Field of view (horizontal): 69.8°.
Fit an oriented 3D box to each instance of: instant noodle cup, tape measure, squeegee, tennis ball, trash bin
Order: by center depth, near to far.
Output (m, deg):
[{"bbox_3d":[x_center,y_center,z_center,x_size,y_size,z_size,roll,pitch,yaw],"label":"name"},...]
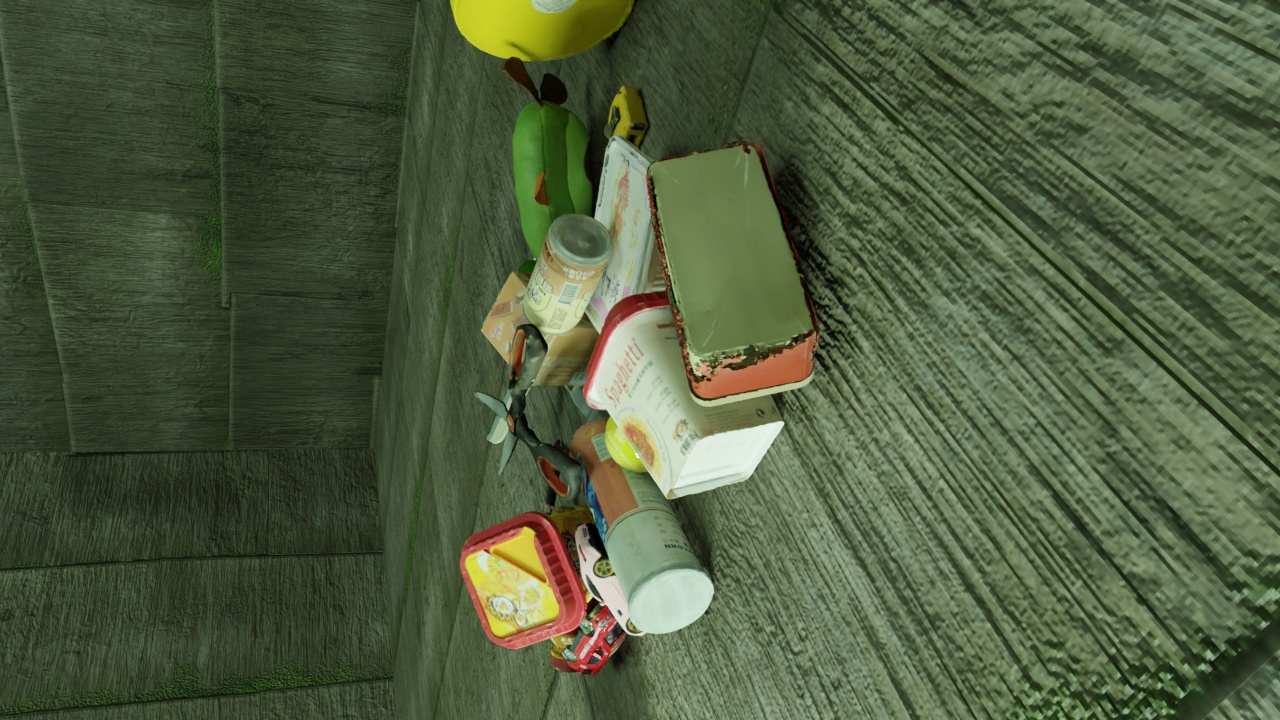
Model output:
[{"bbox_3d":[0.034,0.025,0.673,0.124,0.116,0.117,61,146,31],"label":"instant noodle cup"},{"bbox_3d":[0.002,0.065,0.799,0.065,0.065,0.065,-179,90,-69],"label":"tennis ball"},{"bbox_3d":[0.003,-0.101,0.815,0.138,0.060,0.174,-125,40,-56],"label":"instant noodle cup"},{"bbox_3d":[-0.092,0.202,0.895,0.116,0.123,0.116,-26,84,26],"label":"instant noodle cup"},{"bbox_3d":[-0.017,-0.238,0.915,0.057,0.029,0.060,121,145,-53],"label":"tape measure"},{"bbox_3d":[-0.117,-0.470,0.940,0.230,0.229,0.255,141,122,-63],"label":"trash bin"},{"bbox_3d":[-0.075,0.034,1.041,0.246,0.039,0.246,38,106,57],"label":"squeegee"}]

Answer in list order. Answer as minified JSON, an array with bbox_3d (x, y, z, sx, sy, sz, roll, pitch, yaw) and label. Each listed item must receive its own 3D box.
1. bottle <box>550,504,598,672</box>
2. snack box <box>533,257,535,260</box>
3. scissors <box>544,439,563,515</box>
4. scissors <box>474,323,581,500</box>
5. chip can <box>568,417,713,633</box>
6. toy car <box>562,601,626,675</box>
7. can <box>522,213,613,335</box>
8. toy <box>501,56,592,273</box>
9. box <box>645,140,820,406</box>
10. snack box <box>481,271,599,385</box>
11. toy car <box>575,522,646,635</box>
[{"bbox_3d":[-0.072,0.247,0.992,0.057,0.057,0.175,-157,70,-68],"label":"bottle"},{"bbox_3d":[-0.105,-0.066,1.074,0.075,0.026,0.153,-56,36,22],"label":"snack box"},{"bbox_3d":[-0.109,0.185,1.081,0.189,0.015,0.226,103,174,-46],"label":"scissors"},{"bbox_3d":[-0.117,0.059,0.899,0.234,0.021,0.221,46,139,41],"label":"scissors"},{"bbox_3d":[-0.006,0.136,0.811,0.214,0.071,0.071,-120,37,-54],"label":"chip can"},{"bbox_3d":[-0.040,0.273,0.917,0.045,0.052,0.121,35,138,14],"label":"toy car"},{"bbox_3d":[-0.068,-0.076,0.832,0.117,0.058,0.058,121,144,-53],"label":"can"},{"bbox_3d":[-0.097,-0.205,1.022,0.226,0.090,0.247,-54,-41,-77],"label":"toy"},{"bbox_3d":[0.055,-0.064,0.606,0.080,0.091,0.168,76,-178,-60],"label":"box"},{"bbox_3d":[-0.092,-0.032,0.949,0.094,0.092,0.077,47,117,31],"label":"snack box"},{"bbox_3d":[-0.028,0.203,0.839,0.056,0.037,0.122,-107,-9,-65],"label":"toy car"}]
